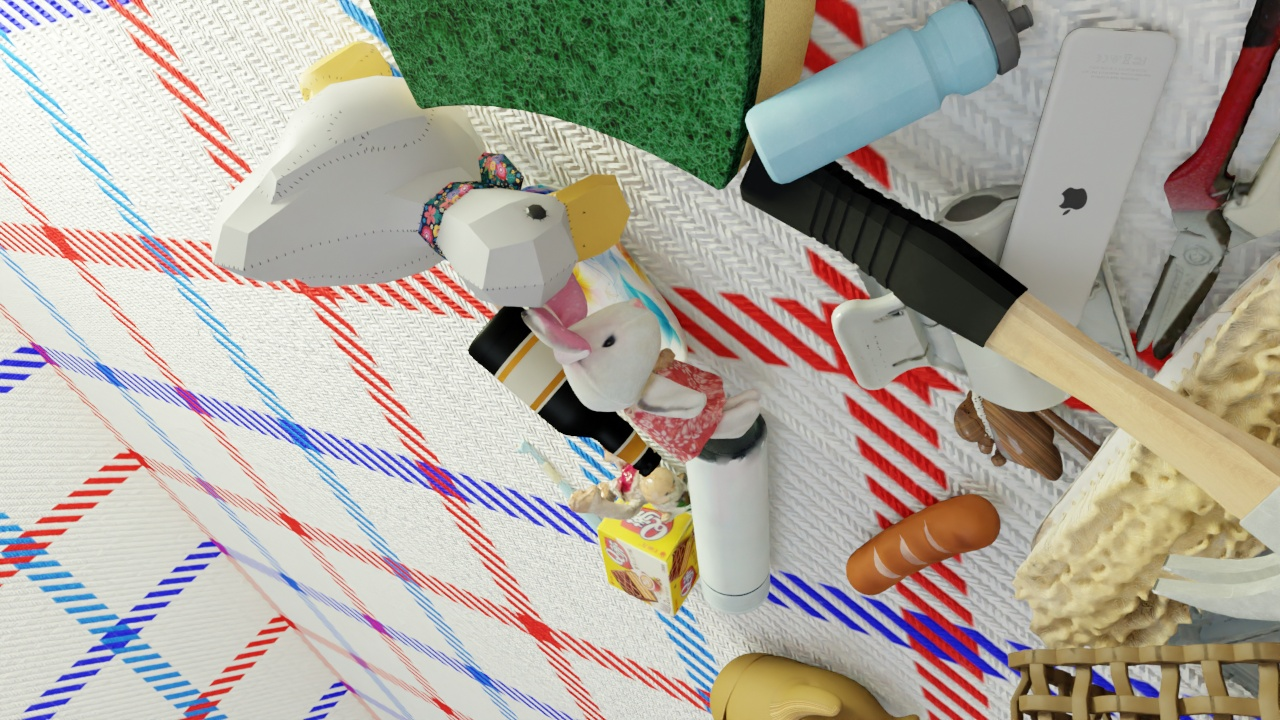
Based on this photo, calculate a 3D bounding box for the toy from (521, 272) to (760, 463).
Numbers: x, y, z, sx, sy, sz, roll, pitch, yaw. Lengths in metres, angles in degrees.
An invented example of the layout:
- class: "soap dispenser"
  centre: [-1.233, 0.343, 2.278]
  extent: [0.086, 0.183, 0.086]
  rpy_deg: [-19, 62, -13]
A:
- class: "toy"
  centre: [-0.004, 0.004, 0.645]
  extent: [0.194, 0.084, 0.159]
  rpy_deg: [32, -167, -13]

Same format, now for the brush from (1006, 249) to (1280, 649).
- class: "brush"
  centre: [0.279, 0.053, 0.454]
  extent: [0.083, 0.056, 0.272]
  rpy_deg: [31, 132, 14]

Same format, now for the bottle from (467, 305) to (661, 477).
- class: "bottle"
  centre: [-0.057, 0.031, 0.763]
  extent: [0.181, 0.059, 0.059]
  rpy_deg: [41, 147, -3]

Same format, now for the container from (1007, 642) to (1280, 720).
- class: "container"
  centre: [0.349, 0.277, 0.452]
  extent: [0.251, 0.213, 0.220]
  rpy_deg: [28, 148, -33]

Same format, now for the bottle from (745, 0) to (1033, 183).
- class: "bottle"
  centre: [0.114, -0.126, 0.421]
  extent: [0.130, 0.040, 0.040]
  rpy_deg: [-24, 117, 17]

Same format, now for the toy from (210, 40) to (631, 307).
- class: "toy"
  centre: [-0.158, -0.108, 0.613]
  extent: [0.267, 0.246, 0.141]
  rpy_deg: [48, 151, 41]

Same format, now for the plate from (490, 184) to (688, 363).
- class: "plate"
  centre: [-0.056, -0.053, 0.736]
  extent: [0.187, 0.016, 0.187]
  rpy_deg: [-15, 119, 51]

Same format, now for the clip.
- class: "clip"
  centre: [0.182, -0.029, 0.503]
  extent: [0.144, 0.074, 0.125]
  rpy_deg: [-8, 122, 36]

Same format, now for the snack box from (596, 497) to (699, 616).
- class: "snack box"
  centre: [0.011, 0.190, 0.916]
  extent: [0.084, 0.061, 0.106]
  rpy_deg: [21, 142, 25]

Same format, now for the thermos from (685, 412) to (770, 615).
- class: "thermos"
  centre: [0.077, 0.132, 0.780]
  extent: [0.068, 0.067, 0.230]
  rpy_deg: [20, 142, 27]

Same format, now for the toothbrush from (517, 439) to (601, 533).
- class: "toothbrush"
  centre: [-0.079, 0.144, 0.991]
  extent: [0.155, 0.016, 0.022]
  rpy_deg: [49, 178, -13]

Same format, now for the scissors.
- class: "scissors"
  centre: [0.254, -0.077, 0.403]
  extent: [0.146, 0.015, 0.188]
  rpy_deg: [45, 145, -3]

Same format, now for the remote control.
- class: "remote control"
  centre: [0.200, -0.078, 0.425]
  extent: [0.045, 0.008, 0.147]
  rpy_deg: [6, 125, 5]

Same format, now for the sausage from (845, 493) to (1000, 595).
- class: "sausage"
  centre: [0.206, 0.136, 0.679]
  extent: [0.039, 0.044, 0.165]
  rpy_deg: [30, 147, -4]

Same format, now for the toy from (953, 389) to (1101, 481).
- class: "toy"
  centre: [0.233, 0.045, 0.552]
  extent: [0.102, 0.041, 0.055]
  rpy_deg: [41, 125, 12]

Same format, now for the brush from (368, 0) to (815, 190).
- class: "brush"
  centre: [-0.038, -0.214, 0.476]
  extent: [0.250, 0.075, 0.195]
  rpy_deg: [21, 142, 26]

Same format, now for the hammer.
- class: "hammer"
  centre: [0.184, -0.011, 0.428]
  extent: [0.328, 0.039, 0.131]
  rpy_deg: [39, 132, 21]

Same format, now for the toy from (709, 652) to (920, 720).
- class: "toy"
  centre: [0.152, 0.376, 0.926]
  extent: [0.204, 0.162, 0.199]
  rpy_deg: [18, 140, 46]

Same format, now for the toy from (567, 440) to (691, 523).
- class: "toy"
  centre: [-0.002, 0.117, 0.831]
  extent: [0.106, 0.085, 0.074]
  rpy_deg: [22, 165, 10]

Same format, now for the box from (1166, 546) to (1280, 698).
- class: "box"
  centre: [0.391, 0.147, 0.519]
  extent: [0.192, 0.061, 0.210]
  rpy_deg: [20, 147, -5]
